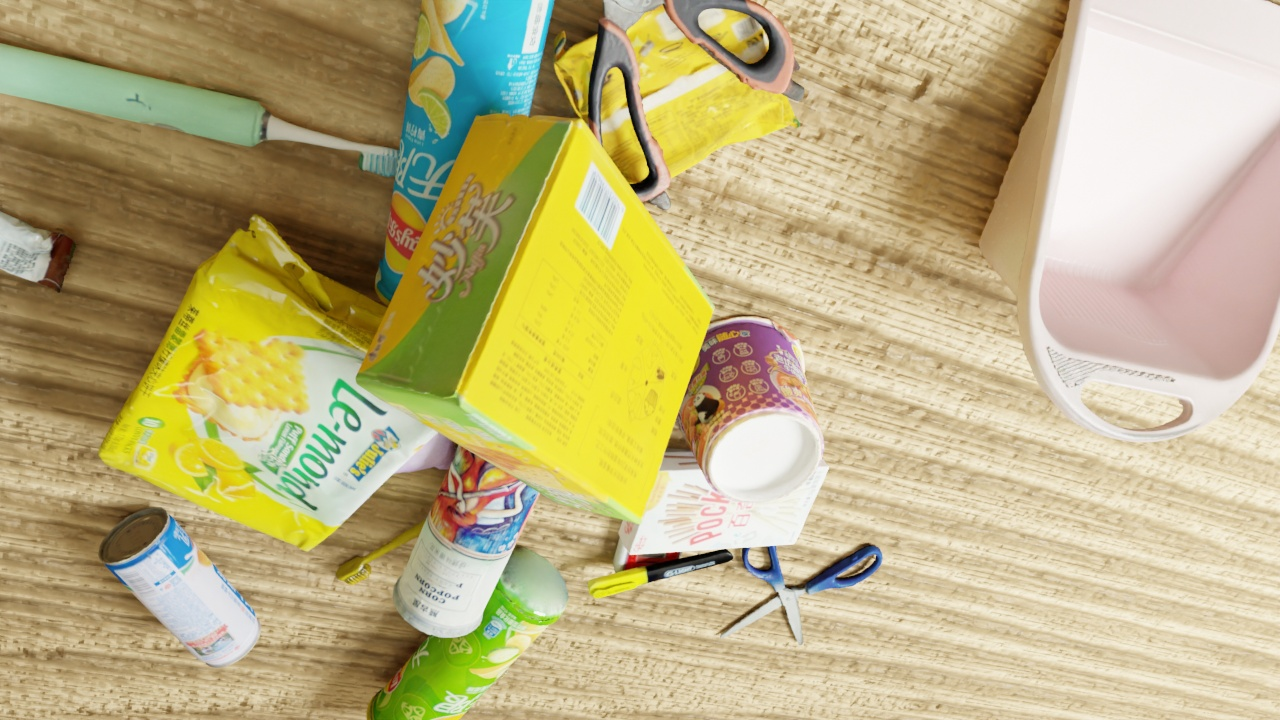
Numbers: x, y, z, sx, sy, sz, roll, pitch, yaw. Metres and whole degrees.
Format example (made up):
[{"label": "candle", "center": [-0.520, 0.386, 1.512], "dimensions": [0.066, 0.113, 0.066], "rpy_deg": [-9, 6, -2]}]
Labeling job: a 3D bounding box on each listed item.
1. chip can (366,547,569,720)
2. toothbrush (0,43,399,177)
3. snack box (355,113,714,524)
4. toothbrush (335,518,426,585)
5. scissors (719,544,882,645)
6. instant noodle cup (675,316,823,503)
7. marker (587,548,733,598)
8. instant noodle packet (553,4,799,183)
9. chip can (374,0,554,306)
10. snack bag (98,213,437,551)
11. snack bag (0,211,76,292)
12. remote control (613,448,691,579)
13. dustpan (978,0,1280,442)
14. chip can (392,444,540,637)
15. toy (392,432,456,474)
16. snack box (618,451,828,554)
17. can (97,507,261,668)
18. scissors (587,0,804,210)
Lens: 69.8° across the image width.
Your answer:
[{"label": "chip can", "center": [-0.147, 0.248, 0.774], "dimensions": [0.072, 0.072, 0.222], "rpy_deg": [29, 115, -26]}, {"label": "toothbrush", "center": [-0.248, -0.139, 0.514], "dimensions": [0.224, 0.026, 0.027], "rpy_deg": [10, 101, -17]}, {"label": "snack box", "center": [-0.043, -0.013, 0.518], "dimensions": [0.070, 0.157, 0.210], "rpy_deg": [11, 161, 29]}, {"label": "toothbrush", "center": [-0.161, 0.130, 0.724], "dimensions": [0.190, 0.015, 0.016], "rpy_deg": [-30, 129, 11]}, {"label": "scissors", "center": [0.136, 0.206, 0.833], "dimensions": [0.173, 0.012, 0.162], "rpy_deg": [-35, 124, 15]}, {"label": "instant noodle cup", "center": [0.076, 0.040, 0.653], "dimensions": [0.111, 0.099, 0.112], "rpy_deg": [-4, 124, -6]}, {"label": "marker", "center": [0.017, 0.177, 0.764], "dimensions": [0.124, 0.015, 0.018], "rpy_deg": [-13, 133, -2]}, {"label": "instant noodle packet", "center": [0.023, -0.162, 0.536], "dimensions": [0.128, 0.044, 0.111], "rpy_deg": [-24, 123, 4]}, {"label": "chip can", "center": [-0.102, -0.126, 0.522], "dimensions": [0.071, 0.071, 0.211], "rpy_deg": [9, 122, -16]}, {"label": "snack bag", "center": [-0.223, 0.024, 0.575], "dimensions": [0.158, 0.068, 0.247], "rpy_deg": [32, 131, -23]}, {"label": "snack bag", "center": [-0.386, -0.078, 0.532], "dimensions": [0.104, 0.026, 0.048], "rpy_deg": [25, 123, -25]}, {"label": "remote control", "center": [0.016, 0.128, 0.752], "dimensions": [0.056, 0.020, 0.136], "rpy_deg": [6, 123, -13]}, {"label": "dustpan", "center": [0.349, -0.092, 0.585], "dimensions": [0.222, 0.138, 0.274], "rpy_deg": [8, 123, -14]}, {"label": "chip can", "center": [-0.109, 0.095, 0.660], "dimensions": [0.071, 0.071, 0.215], "rpy_deg": [19, 111, -22]}, {"label": "toy", "center": [-0.150, 0.041, 0.650], "dimensions": [0.083, 0.039, 0.108], "rpy_deg": [-2, 126, -31]}, {"label": "snack box", "center": [0.067, 0.111, 0.725], "dimensions": [0.156, 0.027, 0.085], "rpy_deg": [2, 123, -26]}, {"label": "can", "center": [-0.346, 0.175, 0.699], "dimensions": [0.053, 0.053, 0.135], "rpy_deg": [-18, 126, 3]}, {"label": "scissors", "center": [0.003, -0.177, 0.473], "dimensions": [0.226, 0.015, 0.189], "rpy_deg": [15, 117, -28]}]
